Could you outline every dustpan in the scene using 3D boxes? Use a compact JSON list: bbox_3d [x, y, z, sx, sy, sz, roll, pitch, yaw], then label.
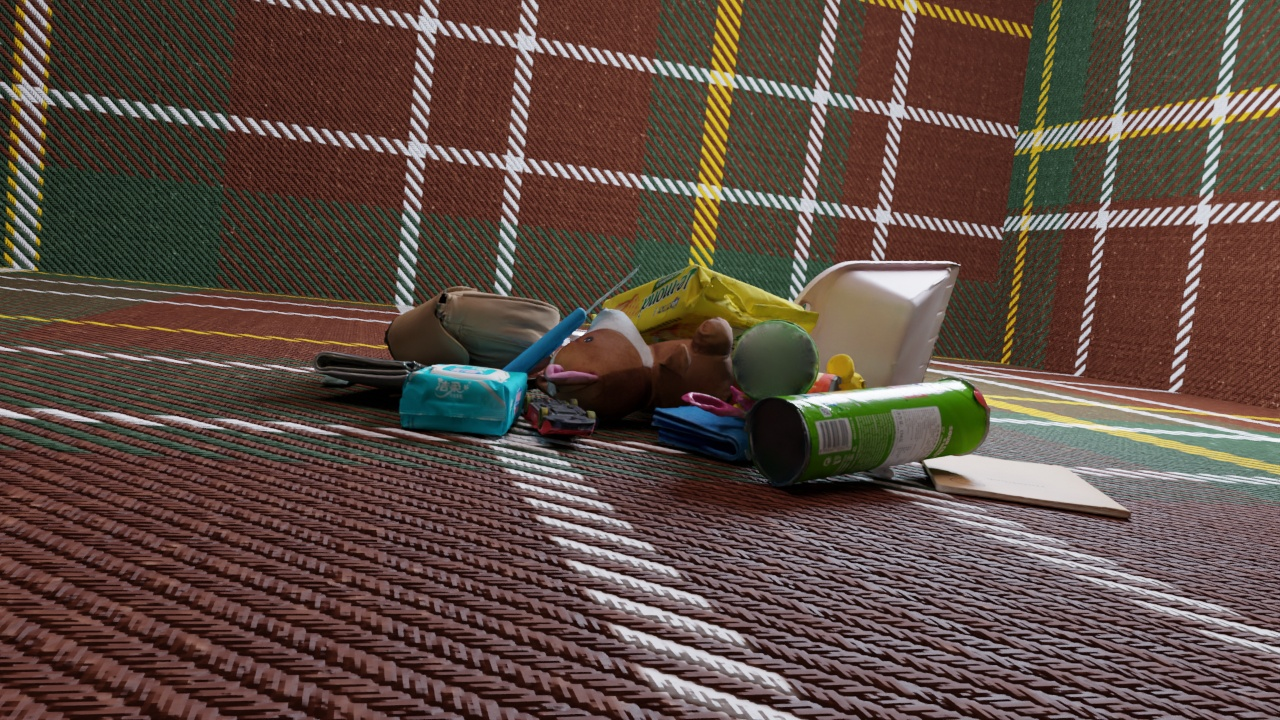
[{"bbox_3d":[0.296,-0.035,1.212,0.139,0.223,0.272,22,19,26],"label":"dustpan"}]

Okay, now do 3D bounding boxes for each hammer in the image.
[{"bbox_3d":[0.116,0.031,1.095,0.301,0.032,0.129,1,-27,24],"label":"hammer"}]

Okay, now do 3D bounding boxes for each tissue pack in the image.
[{"bbox_3d":[-0.154,0.032,0.820,0.093,0.050,0.133,5,4,0],"label":"tissue pack"}]

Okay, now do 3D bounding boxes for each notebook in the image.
[{"bbox_3d":[0.332,0.106,0.829,0.148,0.008,0.207,7,5,12],"label":"notebook"}]

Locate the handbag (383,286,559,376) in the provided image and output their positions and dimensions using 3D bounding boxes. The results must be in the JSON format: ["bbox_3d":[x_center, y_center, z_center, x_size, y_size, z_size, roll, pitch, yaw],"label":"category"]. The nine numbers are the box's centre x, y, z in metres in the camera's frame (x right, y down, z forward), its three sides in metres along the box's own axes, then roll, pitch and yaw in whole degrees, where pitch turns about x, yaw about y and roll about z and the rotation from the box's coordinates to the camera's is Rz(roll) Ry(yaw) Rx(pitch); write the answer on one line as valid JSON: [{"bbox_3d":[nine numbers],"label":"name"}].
[{"bbox_3d":[-0.183,-0.018,0.999,0.147,0.099,0.205,13,-16,-31],"label":"handbag"}]

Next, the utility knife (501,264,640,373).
[{"bbox_3d":[-0.082,-0.024,0.908,0.018,0.218,0.034,48,-5,8],"label":"utility knife"}]

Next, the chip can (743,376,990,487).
[{"bbox_3d":[0.192,0.056,0.757,0.235,0.072,0.072,-3,10,-37],"label":"chip can"}]

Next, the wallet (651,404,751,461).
[{"bbox_3d":[0.090,0.065,0.840,0.106,0.040,0.132,17,10,43],"label":"wallet"}]

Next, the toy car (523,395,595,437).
[{"bbox_3d":[-0.072,0.052,0.800,0.049,0.031,0.106,4,4,-19],"label":"toy car"}]

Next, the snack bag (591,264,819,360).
[{"bbox_3d":[0.063,-0.046,1.043,0.158,0.068,0.247,15,-15,-30],"label":"snack bag"}]

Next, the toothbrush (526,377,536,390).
[{"bbox_3d":[-0.064,0.015,1.130,0.189,0.014,0.018,-11,2,-21],"label":"toothbrush"}]

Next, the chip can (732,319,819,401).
[{"bbox_3d":[0.127,0.005,0.840,0.072,0.072,0.221,7,0,10],"label":"chip can"}]

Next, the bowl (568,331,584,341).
[{"bbox_3d":[-0.048,-0.003,1.294,0.118,0.065,0.118,7,5,-1],"label":"bowl"}]

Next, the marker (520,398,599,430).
[{"bbox_3d":[-0.091,0.051,0.887,0.131,0.018,0.022,10,31,42],"label":"marker"}]

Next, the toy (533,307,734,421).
[{"bbox_3d":[-0.005,0.005,0.920,0.199,0.130,0.140,-10,-13,-10],"label":"toy"}]

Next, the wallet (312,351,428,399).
[{"bbox_3d":[-0.246,0.020,0.916,0.107,0.037,0.129,8,-7,14],"label":"wallet"}]

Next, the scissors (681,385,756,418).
[{"bbox_3d":[0.094,0.046,0.803,0.134,0.017,0.133,18,14,-18],"label":"scissors"}]

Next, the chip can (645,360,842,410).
[{"bbox_3d":[0.107,0.036,1.007,0.217,0.073,0.073,9,6,21],"label":"chip can"}]

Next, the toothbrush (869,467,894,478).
[{"bbox_3d":[0.185,0.085,0.856,0.016,0.016,0.180,0,8,-17],"label":"toothbrush"}]

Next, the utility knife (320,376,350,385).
[{"bbox_3d":[-0.326,0.014,1.039,0.029,0.013,0.176,7,5,-5],"label":"utility knife"}]
